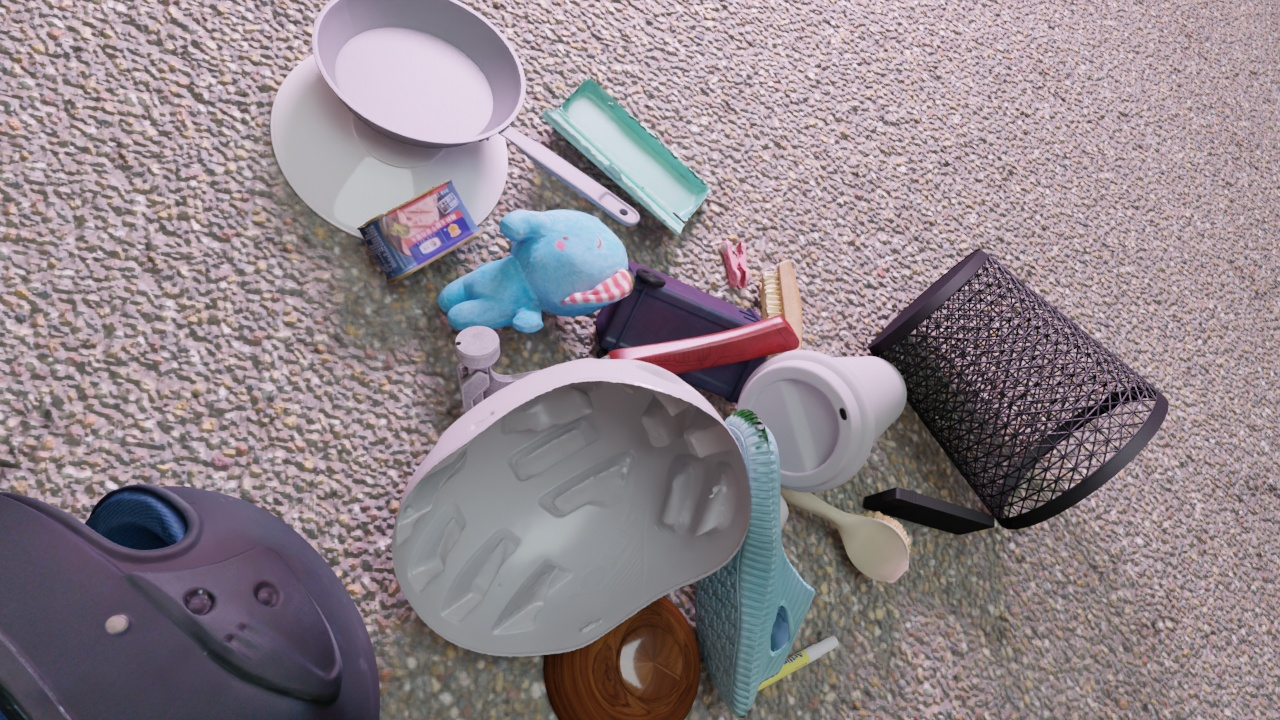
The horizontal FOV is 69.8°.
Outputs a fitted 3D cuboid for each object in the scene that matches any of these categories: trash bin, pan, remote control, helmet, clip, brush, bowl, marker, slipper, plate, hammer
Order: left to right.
[{"bbox_3d":[-0.311,0.195,0.581,0.316,0.250,0.235,48,30,0],"label":"helmet"},{"bbox_3d":[-0.236,-0.221,0.892,0.229,0.030,0.229,9,68,-23],"label":"plate"},{"bbox_3d":[-0.149,-0.231,0.878,0.356,0.051,0.200,39,52,0],"label":"pan"},{"bbox_3d":[-0.062,0.119,0.748,0.282,0.184,0.224,-37,113,-15],"label":"helmet"},{"bbox_3d":[-0.005,0.005,0.834,0.315,0.126,0.036,-10,47,-13],"label":"hammer"},{"bbox_3d":[-0.004,0.264,0.798,0.147,0.069,0.147,9,68,-23],"label":"bowl"},{"bbox_3d":[0.045,-0.027,0.907,0.160,0.092,0.094,22,107,-16],"label":"trash bin"},{"bbox_3d":[0.102,-0.110,1.018,0.044,0.023,0.060,22,61,-11],"label":"clip"},{"bbox_3d":[0.100,0.176,0.809,0.069,0.116,0.276,-2,105,-23],"label":"slipper"},{"bbox_3d":[0.153,-0.049,1.005,0.039,0.049,0.117,-1,71,-2],"label":"brush"},{"bbox_3d":[0.140,0.297,0.887,0.132,0.014,0.014,-16,79,-30],"label":"marker"},{"bbox_3d":[0.162,0.141,0.917,0.272,0.077,0.062,31,100,-15],"label":"brush"},{"bbox_3d":[0.313,0.164,0.995,0.133,0.058,0.013,18,64,-20],"label":"remote control"},{"bbox_3d":[0.396,0.021,1.010,0.243,0.218,0.216,47,58,5],"label":"trash bin"}]

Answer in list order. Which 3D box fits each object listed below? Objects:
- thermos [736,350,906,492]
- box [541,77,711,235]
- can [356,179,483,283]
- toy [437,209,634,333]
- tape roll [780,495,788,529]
[{"bbox_3d":[0.193,0.048,0.911,0.221,0.132,0.131,-12,75,-57],"label":"thermos"},{"bbox_3d":[-0.016,-0.212,0.982,0.187,0.057,0.137,41,41,-6],"label":"box"},{"bbox_3d":[-0.203,-0.120,0.846,0.099,0.054,0.059,-36,107,-29],"label":"can"},{"bbox_3d":[-0.101,-0.088,0.846,0.180,0.115,0.183,-19,38,-18],"label":"toy"},{"bbox_3d":[0.095,0.136,0.879,0.094,0.094,0.019,39,58,-8],"label":"tape roll"}]
